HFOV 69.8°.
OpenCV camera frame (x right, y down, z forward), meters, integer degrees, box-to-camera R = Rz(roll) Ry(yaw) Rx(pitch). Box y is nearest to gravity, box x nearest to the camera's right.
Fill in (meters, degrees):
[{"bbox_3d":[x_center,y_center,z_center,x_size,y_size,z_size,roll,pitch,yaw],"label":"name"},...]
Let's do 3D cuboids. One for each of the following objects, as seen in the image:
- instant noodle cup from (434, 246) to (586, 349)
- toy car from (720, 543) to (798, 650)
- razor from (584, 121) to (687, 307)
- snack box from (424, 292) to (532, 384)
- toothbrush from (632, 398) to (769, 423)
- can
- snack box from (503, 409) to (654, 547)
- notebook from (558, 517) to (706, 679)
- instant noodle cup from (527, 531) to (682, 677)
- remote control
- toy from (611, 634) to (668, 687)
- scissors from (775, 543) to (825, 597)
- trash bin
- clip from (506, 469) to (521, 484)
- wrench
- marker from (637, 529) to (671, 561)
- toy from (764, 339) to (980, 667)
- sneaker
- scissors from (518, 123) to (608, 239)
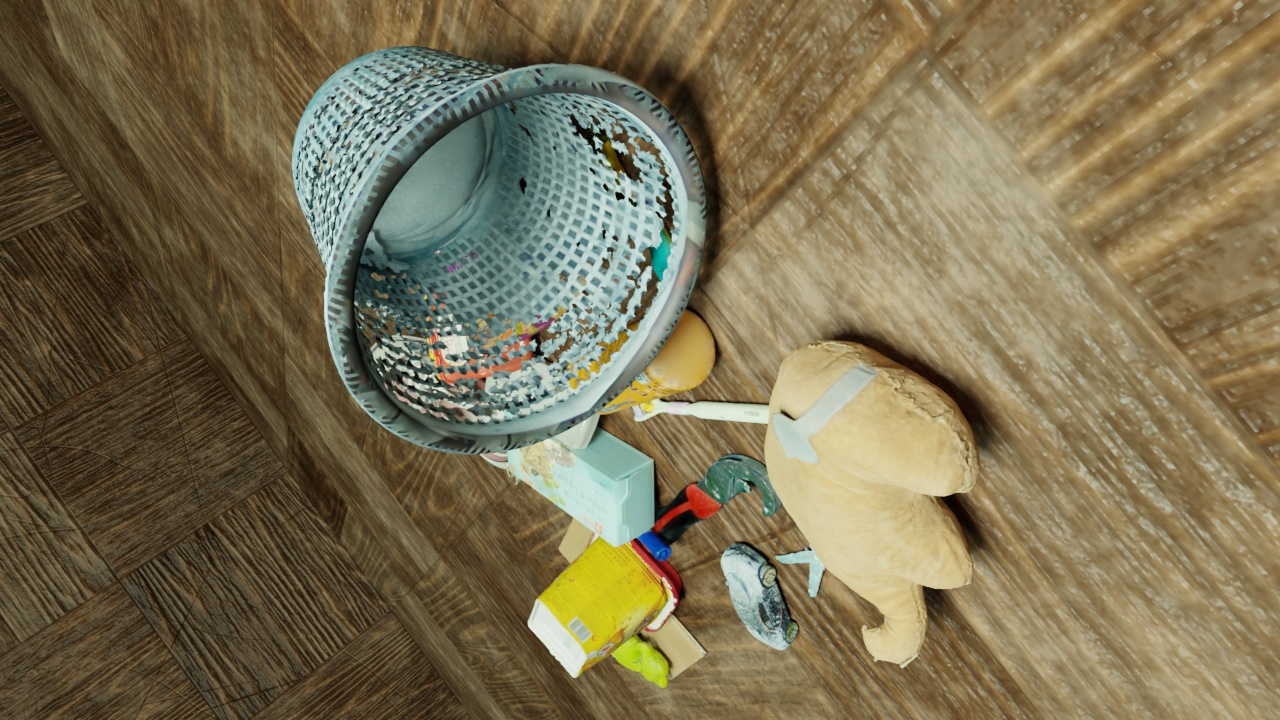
[{"bbox_3d":[-0.110,-0.081,0.711,0.099,0.111,0.112,54,154,20],"label":"instant noodle cup"},{"bbox_3d":[0.098,0.202,0.779,0.049,0.031,0.105,10,129,52],"label":"toy car"},{"bbox_3d":[-0.003,-0.092,0.605,0.132,0.028,0.043,58,140,4],"label":"razor"},{"bbox_3d":[-0.147,-0.026,0.838,0.080,0.081,0.091,1,102,47],"label":"snack box"},{"bbox_3d":[0.053,0.037,0.676,0.020,0.029,0.190,20,169,-33],"label":"toothbrush"},{"bbox_3d":[-0.004,0.004,0.684,0.058,0.058,0.146,57,152,-6],"label":"can"},{"bbox_3d":[-0.061,0.100,0.871,0.175,0.051,0.074,27,128,42],"label":"snack box"},{"bbox_3d":[-0.016,0.271,1.053,0.207,0.008,0.148,47,152,13],"label":"notebook"},{"bbox_3d":[-0.040,0.244,0.928,0.116,0.123,0.116,44,145,17],"label":"instant noodle cup"},{"bbox_3d":[-0.093,0.030,0.863,0.150,0.021,0.058,27,103,42],"label":"remote control"},{"bbox_3d":[-0.006,0.344,1.076,0.100,0.031,0.097,34,147,26],"label":"toy"},{"bbox_3d":[0.128,0.138,0.681,0.108,0.017,0.136,54,156,-3],"label":"scissors"},{"bbox_3d":[-0.105,-0.090,0.552,0.195,0.226,0.227,43,152,42],"label":"trash bin"},{"bbox_3d":[-0.147,0.105,1.045,0.095,0.035,0.102,53,160,-7],"label":"clip"},{"bbox_3d":[0.046,0.130,0.793,0.056,0.016,0.274,56,152,6],"label":"wrench"},{"bbox_3d":[-0.018,0.145,0.884,0.146,0.016,0.017,38,149,46],"label":"marker"},{"bbox_3d":[0.132,0.085,0.545,0.143,0.082,0.226,43,155,45],"label":"toy"},{"bbox_3d":[-0.213,0.030,0.987,0.241,0.118,0.088,31,163,26],"label":"sneaker"},{"bbox_3d":[-0.074,-0.159,0.665,0.133,0.014,0.175,3,121,57],"label":"scissors"}]
